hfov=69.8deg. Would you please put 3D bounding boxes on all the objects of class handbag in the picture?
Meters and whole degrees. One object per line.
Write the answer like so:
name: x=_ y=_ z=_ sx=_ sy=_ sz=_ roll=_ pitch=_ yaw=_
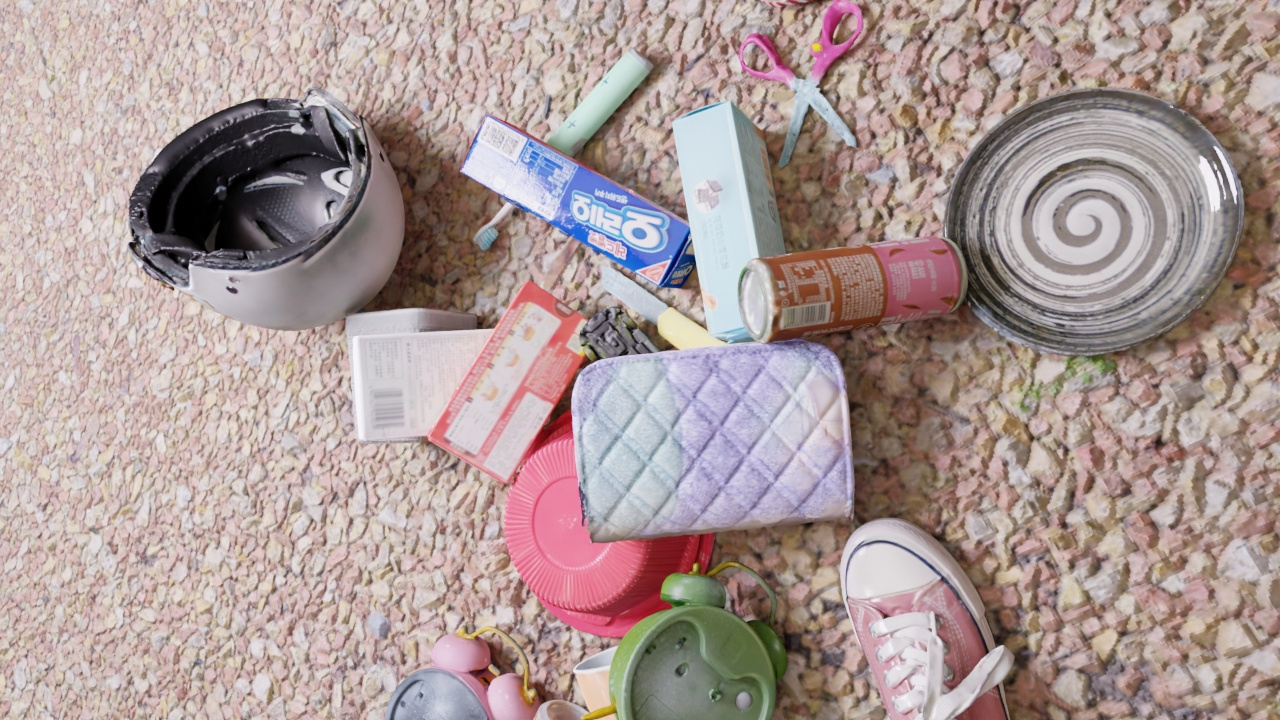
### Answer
handbag: x=0.050 y=0.056 z=0.653 sx=0.194 sy=0.075 sz=0.134 roll=-5 pitch=91 yaw=1

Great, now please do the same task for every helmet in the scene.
helmet: x=-0.323 y=-0.121 z=0.844 sx=0.274 sy=0.157 sz=0.229 roll=22 pitch=63 yaw=38

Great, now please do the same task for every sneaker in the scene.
sneaker: x=0.193 y=0.222 z=0.601 sx=0.118 sy=0.087 sz=0.241 roll=-22 pitch=77 yaw=23

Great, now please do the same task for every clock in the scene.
clock: x=-0.148 y=0.301 z=0.782 sx=0.117 sy=0.059 sz=0.158 roll=32 pitch=102 yaw=26
clock: x=0.043 y=0.219 z=0.659 sx=0.116 sy=0.056 sz=0.161 roll=43 pitch=70 yaw=-10

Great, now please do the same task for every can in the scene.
can: x=0.143 y=-0.049 z=0.624 sx=0.147 sy=0.058 sz=0.058 roll=-8 pitch=80 yaw=-14
can: x=-0.079 y=0.339 z=0.744 sx=0.058 sy=0.058 sz=0.116 roll=31 pitch=99 yaw=25

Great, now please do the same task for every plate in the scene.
plate: x=0.295 y=-0.091 z=0.613 sx=0.180 sy=0.024 sz=0.179 roll=-3 pitch=83 yaw=25

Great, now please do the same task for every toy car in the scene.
toy car: x=-0.004 y=0.004 z=0.746 sx=0.048 sy=0.032 sz=0.105 roll=-42 pitch=82 yaw=0

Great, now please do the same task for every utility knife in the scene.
utility knife: x=0.047 y=-0.015 z=0.733 sx=0.221 sy=0.022 sz=0.031 roll=35 pitch=100 yaw=18

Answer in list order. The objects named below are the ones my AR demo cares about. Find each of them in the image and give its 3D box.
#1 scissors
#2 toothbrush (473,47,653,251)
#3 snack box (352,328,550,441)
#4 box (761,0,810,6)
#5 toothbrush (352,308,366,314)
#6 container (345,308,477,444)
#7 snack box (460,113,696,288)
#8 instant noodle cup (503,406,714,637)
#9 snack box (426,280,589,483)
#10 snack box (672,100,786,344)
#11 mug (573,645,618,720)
scissors: x=0.123 y=-0.217 z=0.715 sx=0.130 sy=0.017 sz=0.133 roll=21 pitch=99 yaw=24
toothbrush: x=-0.073 y=-0.181 z=0.802 sx=0.225 sy=0.026 sz=0.027 roll=-44 pitch=74 yaw=17
snack box: x=-0.155 y=0.017 z=0.762 sx=0.027 sy=0.156 sz=0.084 roll=180 pitch=87 yaw=-66
box: x=0.160 y=-0.314 z=0.690 sx=0.164 sy=0.083 sz=0.075 roll=-10 pitch=41 yaw=26
toothbrush: x=-0.347 y=-0.077 z=0.930 sx=0.221 sy=0.026 sz=0.026 roll=26 pitch=138 yaw=26
container: x=-0.201 y=0.016 z=0.818 sx=0.090 sy=0.090 sz=0.114 roll=-3 pitch=88 yaw=27
snack box: x=-0.046 y=-0.129 z=0.749 sx=0.207 sy=0.058 sz=0.057 roll=31 pitch=101 yaw=16
instant noodle cup: x=-0.040 y=0.129 z=0.739 sx=0.194 sy=0.065 sz=0.193 roll=-3 pitch=84 yaw=27
snack box: x=-0.102 y=0.017 z=0.752 sx=0.075 sy=0.025 sz=0.152 roll=33 pitch=77 yaw=-13
snack box: x=0.073 y=-0.100 z=0.696 sx=0.052 sy=0.074 sz=0.174 roll=-14 pitch=80 yaw=25
mug: x=0.004 y=0.283 z=0.702 sx=0.078 sy=0.078 sz=0.122 roll=-21 pitch=82 yaw=23
